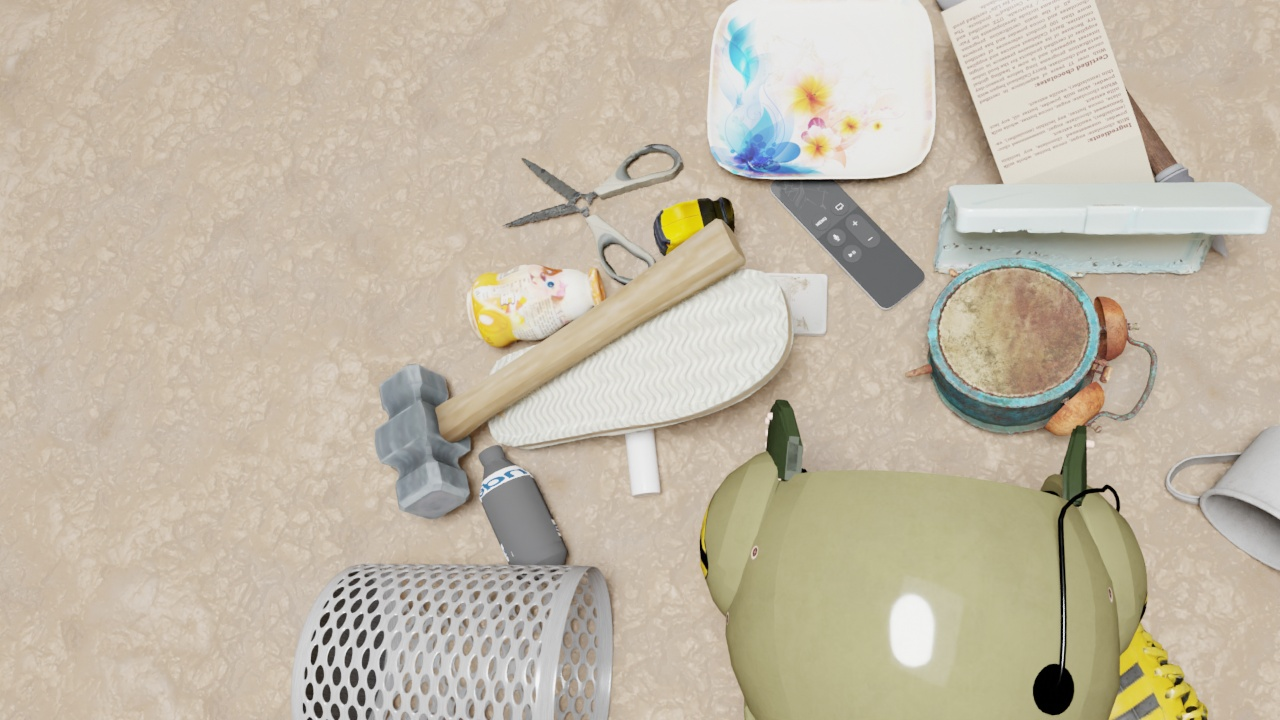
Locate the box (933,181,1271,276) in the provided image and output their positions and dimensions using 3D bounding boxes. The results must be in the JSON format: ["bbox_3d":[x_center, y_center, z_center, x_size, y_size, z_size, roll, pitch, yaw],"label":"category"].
[{"bbox_3d":[0.322,-0.091,0.664,0.197,0.122,0.078,1,59,11],"label":"box"}]

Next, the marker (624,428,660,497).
[{"bbox_3d":[-0.004,0.042,0.735,0.027,0.023,0.133,-5,74,-5],"label":"marker"}]

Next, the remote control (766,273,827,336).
[{"bbox_3d":[0.083,-0.047,0.751,0.136,0.011,0.050,2,76,9],"label":"remote control"}]

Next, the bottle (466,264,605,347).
[{"bbox_3d":[-0.084,-0.048,0.751,0.109,0.063,0.063,-10,74,7],"label":"bottle"}]

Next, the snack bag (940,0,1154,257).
[{"bbox_3d":[0.312,-0.185,0.694,0.095,0.069,0.206,-20,98,25],"label":"snack bag"}]

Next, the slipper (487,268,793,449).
[{"bbox_3d":[-0.004,0.004,0.705,0.263,0.052,0.115,-18,68,25],"label":"slipper"}]

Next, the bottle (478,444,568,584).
[{"bbox_3d":[-0.096,0.119,0.718,0.047,0.047,0.112,-29,73,1],"label":"bottle"}]

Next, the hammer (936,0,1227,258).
[{"bbox_3d":[0.378,-0.221,0.739,0.156,0.043,0.322,-26,76,2],"label":"hammer"}]

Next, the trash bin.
[{"bbox_3d":[-0.126,0.219,0.643,0.183,0.156,0.156,1,76,12],"label":"trash bin"}]

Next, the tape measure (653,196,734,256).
[{"bbox_3d":[0.043,-0.103,0.744,0.064,0.065,0.037,-13,78,0],"label":"tape measure"}]

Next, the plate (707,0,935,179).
[{"bbox_3d":[0.152,-0.233,0.782,0.187,0.016,0.186,2,72,9],"label":"plate"}]

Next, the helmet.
[{"bbox_3d":[0.158,0.155,0.549,0.250,0.256,0.232,4,73,11],"label":"helmet"}]

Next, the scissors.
[{"bbox_3d":[-0.034,-0.129,0.791,0.170,0.012,0.157,-26,72,2],"label":"scissors"}]

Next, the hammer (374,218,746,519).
[{"bbox_3d":[-0.066,-0.003,0.685,0.323,0.051,0.117,-32,56,19],"label":"hammer"}]

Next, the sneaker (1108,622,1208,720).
[{"bbox_3d":[0.331,0.222,0.602,0.122,0.086,0.238,5,80,16],"label":"sneaker"}]

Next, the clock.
[{"bbox_3d":[0.290,-0.004,0.674,0.158,0.073,0.121,21,79,25],"label":"clock"}]

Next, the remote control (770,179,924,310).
[{"bbox_3d":[0.169,-0.106,0.755,0.045,0.008,0.146,-39,73,-2],"label":"remote control"}]

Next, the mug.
[{"bbox_3d":[0.432,0.089,0.632,0.070,0.084,0.113,-46,42,-7],"label":"mug"}]
